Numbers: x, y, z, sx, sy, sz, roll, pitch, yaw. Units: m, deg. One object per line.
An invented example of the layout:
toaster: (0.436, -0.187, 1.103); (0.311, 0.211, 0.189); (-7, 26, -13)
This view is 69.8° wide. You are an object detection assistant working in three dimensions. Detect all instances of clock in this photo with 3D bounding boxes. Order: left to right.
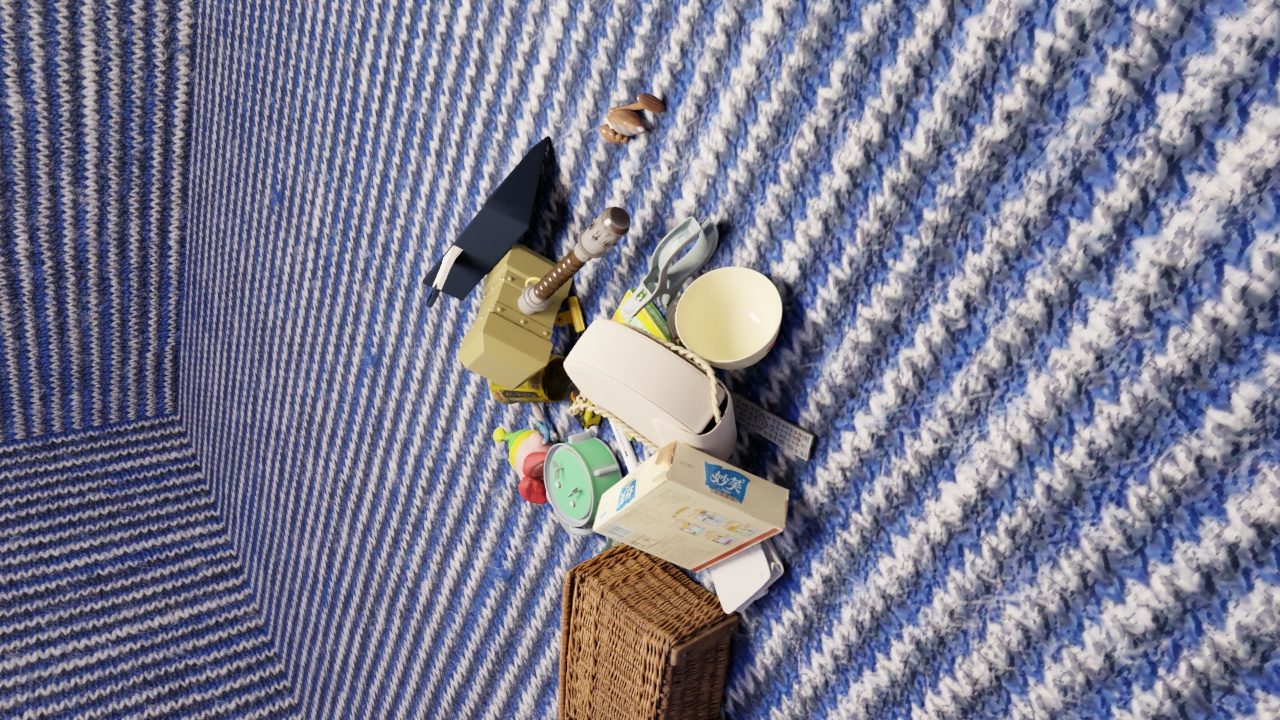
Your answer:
clock: (-0.092, 0.191, 1.341); (0.122, 0.075, 0.162); (47, 132, 34)

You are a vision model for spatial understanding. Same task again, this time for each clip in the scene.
clip: (-0.099, -0.064, 1.337); (0.046, 0.035, 0.053); (-17, 86, 33)
clip: (0.051, -0.111, 1.116); (0.164, 0.107, 0.028); (-51, 59, 39)

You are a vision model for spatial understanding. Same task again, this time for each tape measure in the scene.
tape measure: (-0.078, 0.054, 1.322); (0.067, 0.038, 0.063); (56, 144, 31)
tape measure: (0.063, -0.047, 1.118); (0.072, 0.042, 0.071); (-17, 84, 56)

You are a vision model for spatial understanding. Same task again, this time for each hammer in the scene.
hammer: (-0.112, -0.108, 1.211); (0.326, 0.100, 0.189); (-35, 34, 49)

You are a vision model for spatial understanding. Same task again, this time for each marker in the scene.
marker: (-0.021, 0.115, 1.282); (0.020, 0.017, 0.133); (-25, 77, 14)

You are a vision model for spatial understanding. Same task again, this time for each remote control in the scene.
remote control: (0.146, 0.073, 1.065); (0.136, 0.013, 0.033); (31, 122, 43)

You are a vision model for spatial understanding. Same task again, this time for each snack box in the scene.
snack box: (-0.007, 0.007, 1.229); (0.132, 0.027, 0.168); (56, 136, 25)
snack box: (0.055, 0.177, 1.079); (0.208, 0.153, 0.055); (-45, 25, 54)

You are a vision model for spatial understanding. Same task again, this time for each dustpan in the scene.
dustpan: (-0.242, -0.178, 1.327); (0.237, 0.080, 0.272); (-35, 40, 49)

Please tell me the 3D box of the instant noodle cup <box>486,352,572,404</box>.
instant noodle cup: (-0.160, 0.022, 1.376); (0.108, 0.102, 0.102); (7, 104, 41)

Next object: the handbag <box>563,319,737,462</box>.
handbag: (0.009, 0.046, 1.070); (0.209, 0.103, 0.211); (30, 166, 19)

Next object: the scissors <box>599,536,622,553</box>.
scissors: (-0.040, 0.286, 1.332); (0.122, 0.019, 0.149); (15, 109, 63)

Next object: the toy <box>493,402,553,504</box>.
toy: (-0.178, 0.140, 1.429); (0.131, 0.096, 0.124); (-107, 20, -52)

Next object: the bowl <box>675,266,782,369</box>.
bowl: (0.105, -0.036, 1.034); (0.118, 0.118, 0.074); (52, 177, 30)

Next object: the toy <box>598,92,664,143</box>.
toy: (-0.017, -0.302, 1.155); (0.102, 0.041, 0.055); (13, 87, 57)

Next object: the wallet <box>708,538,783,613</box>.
wallet: (0.128, 0.251, 1.122); (0.116, 0.032, 0.086); (-52, 48, 45)

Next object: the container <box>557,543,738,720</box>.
container: (0.012, 0.390, 1.200); (0.183, 0.161, 0.250); (22, 117, 42)
